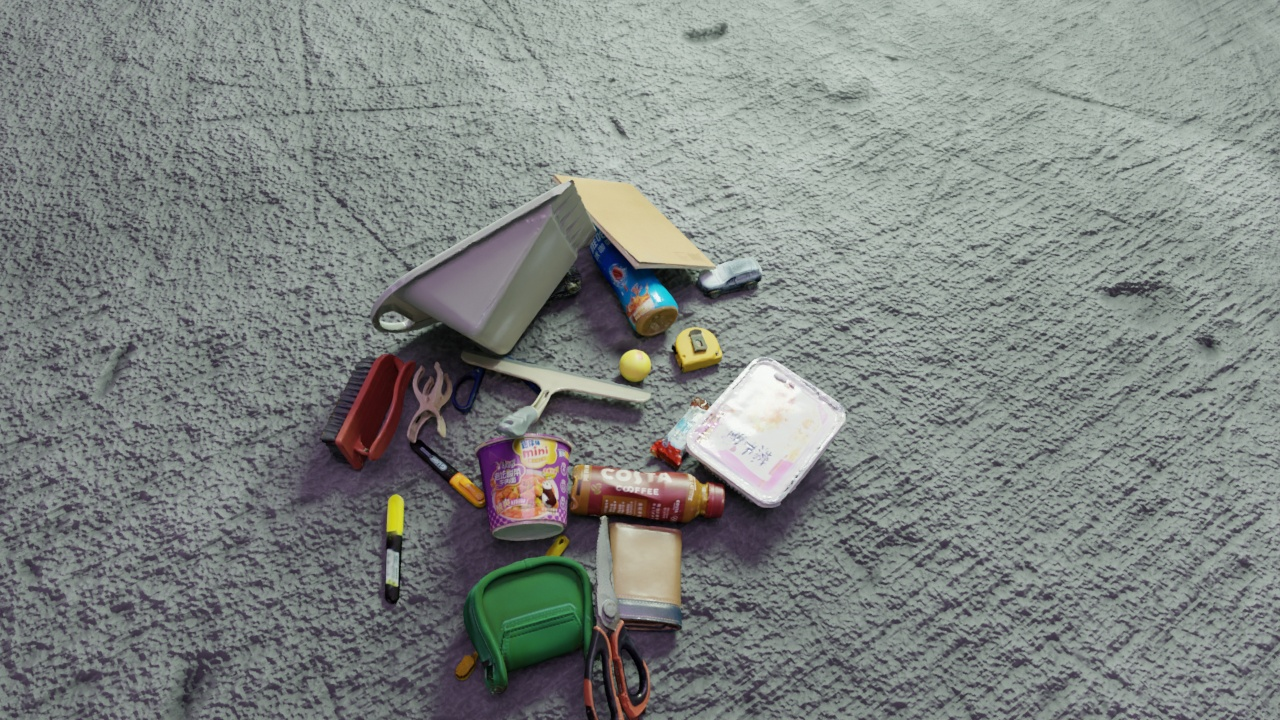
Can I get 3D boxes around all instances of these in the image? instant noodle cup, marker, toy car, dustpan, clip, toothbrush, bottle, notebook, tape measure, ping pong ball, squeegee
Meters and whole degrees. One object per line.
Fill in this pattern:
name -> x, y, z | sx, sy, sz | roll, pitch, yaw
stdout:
instant noodle cup -> -0.128, 0.145, 1.027 | 0.111, 0.112, 0.099 | -4, 65, -7
marker -> -0.227, 0.130, 1.078 | 0.124, 0.015, 0.018 | 36, 55, 20
toy car -> 0.123, -0.116, 1.257 | 0.090, 0.034, 0.043 | -15, 62, -12
toy car -> -0.130, -0.097, 1.223 | 0.105, 0.031, 0.049 | -22, 62, -14
dustpan -> -0.192, -0.111, 1.101 | 0.142, 0.223, 0.257 | 32, 86, 8
clip -> -0.254, 0.053, 1.109 | 0.076, 0.035, 0.100 | -12, 55, 11
toothbrush -> -0.137, 0.265, 0.997 | 0.016, 0.017, 0.189 | 32, 60, 14
bottle -> 0.008, 0.155, 1.056 | 0.175, 0.058, 0.057 | 5, 57, -2
bottle -> -0.023, -0.132, 1.236 | 0.065, 0.065, 0.218 | -20, 60, -17
notebook -> -0.008, -0.188, 1.248 | 0.149, 0.012, 0.211 | -4, 42, -44
tape measure -> 0.073, -0.017, 1.190 | 0.060, 0.029, 0.057 | -13, 58, -13
marker -> -0.275, 0.210, 1.024 | 0.018, 0.015, 0.124 | -3, 60, -6
instant noodle cup -> 0.148, 0.094, 1.106 | 0.138, 0.060, 0.173 | 36, 62, 17
ping pong ball -> -0.007, 0.007, 1.161 | 0.040, 0.040, 0.040 | 2, 57, -3
squeegee -> -0.124, 0.055, 1.042 | 0.246, 0.039, 0.246 | 13, 14, 4

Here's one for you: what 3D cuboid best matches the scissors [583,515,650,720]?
scissors -> -0.021, 0.272, 0.957 | 0.177, 0.015, 0.209 | 42, 56, -20

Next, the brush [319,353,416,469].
brush -> -0.317, 0.054, 1.093 | 0.069, 0.063, 0.145 | 6, 54, 13

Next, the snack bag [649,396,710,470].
snack bag -> 0.057, 0.086, 1.123 | 0.045, 0.026, 0.105 | 30, 58, 25

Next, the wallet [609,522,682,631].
wallet -> 0.002, 0.239, 1.017 | 0.090, 0.033, 0.115 | 6, 56, -4

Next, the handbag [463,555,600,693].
handbag -> -0.111, 0.270, 0.953 | 0.131, 0.068, 0.120 | -12, 70, -24

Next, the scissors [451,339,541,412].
scissors -> -0.187, 0.002, 1.168 | 0.176, 0.012, 0.162 | 30, 59, 17
